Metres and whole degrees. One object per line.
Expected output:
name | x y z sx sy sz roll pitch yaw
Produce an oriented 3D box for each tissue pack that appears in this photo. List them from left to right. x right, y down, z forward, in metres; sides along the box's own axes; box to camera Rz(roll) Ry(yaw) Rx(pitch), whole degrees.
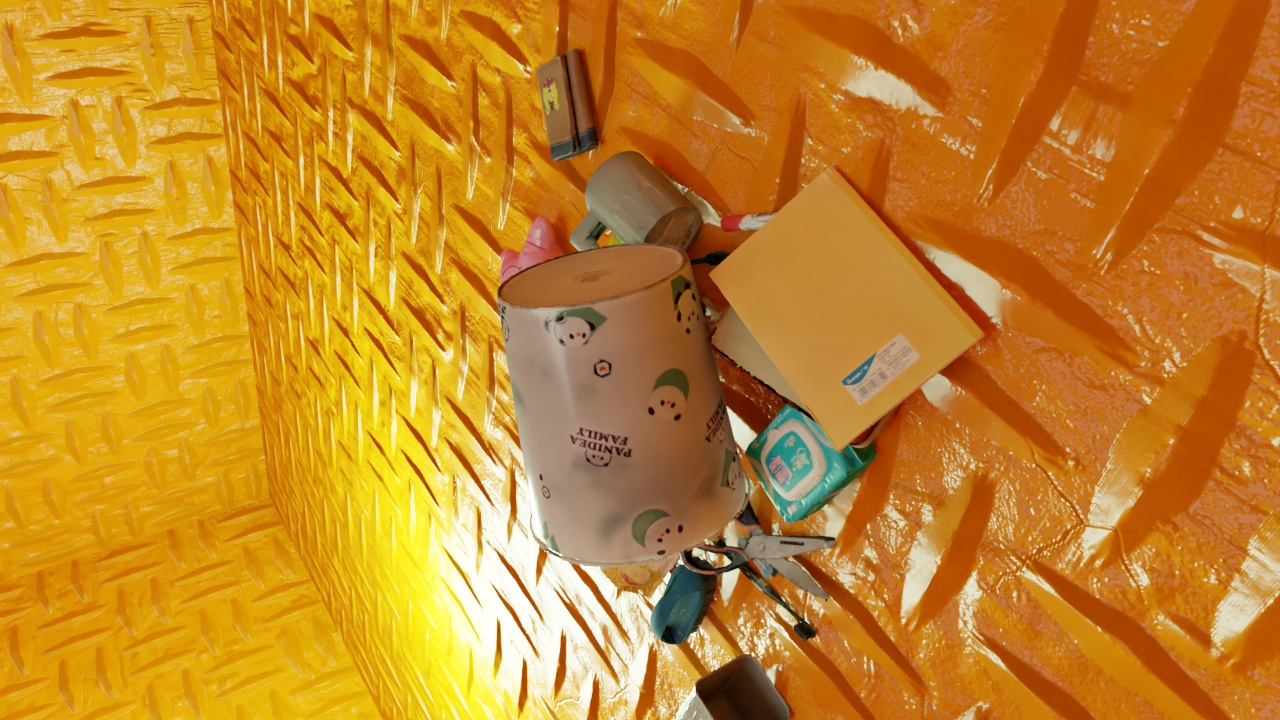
tissue pack | 0.161 0.087 0.875 0.093 0.050 0.134 59 144 23

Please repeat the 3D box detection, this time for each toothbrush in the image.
toothbrush | 0.038 -0.106 1.006 0.192 0.018 0.016 1 110 59
toothbrush | 0.128 0.248 1.030 0.186 0.017 0.012 40 142 40

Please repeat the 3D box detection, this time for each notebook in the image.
notebook | 0.160 -0.048 0.760 0.146 0.010 0.206 -42 58 16

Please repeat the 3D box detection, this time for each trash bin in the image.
trash bin | -0.023 0.031 0.897 0.230 0.229 0.252 19 126 52

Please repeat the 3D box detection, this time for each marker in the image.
marker | 0.127 -0.131 0.857 0.145 0.017 0.017 7 110 55

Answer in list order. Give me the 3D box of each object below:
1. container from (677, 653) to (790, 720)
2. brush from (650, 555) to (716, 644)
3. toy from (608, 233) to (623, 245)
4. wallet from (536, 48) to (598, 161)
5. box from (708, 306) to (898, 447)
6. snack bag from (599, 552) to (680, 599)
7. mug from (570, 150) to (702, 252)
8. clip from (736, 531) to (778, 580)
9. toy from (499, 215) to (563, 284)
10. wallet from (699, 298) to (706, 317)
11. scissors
container | 0.104 0.423 1.083 0.090 0.090 0.115 53 146 29
brush | 0.046 0.302 1.125 0.055 0.073 0.144 43 138 28
toy | -0.025 -0.117 1.057 0.100 0.031 0.096 115 156 -51
wallet | -0.088 -0.301 1.090 0.090 0.033 0.115 1 101 57
box | 0.143 -0.007 0.805 0.168 0.078 0.091 38 97 41
snack bag | 0.016 0.199 1.146 0.128 0.073 0.208 51 134 31
mug | -0.008 -0.144 0.975 0.124 0.083 0.103 -52 58 16
clip | 0.130 0.214 1.010 0.058 0.035 0.025 51 144 29
toy | -0.135 -0.089 1.212 0.195 0.074 0.178 -22 77 58
wallet | 0.027 -0.045 1.023 0.101 0.032 0.125 47 150 28
scissors | 0.116 0.193 0.996 0.189 0.015 0.226 -53 51 31
